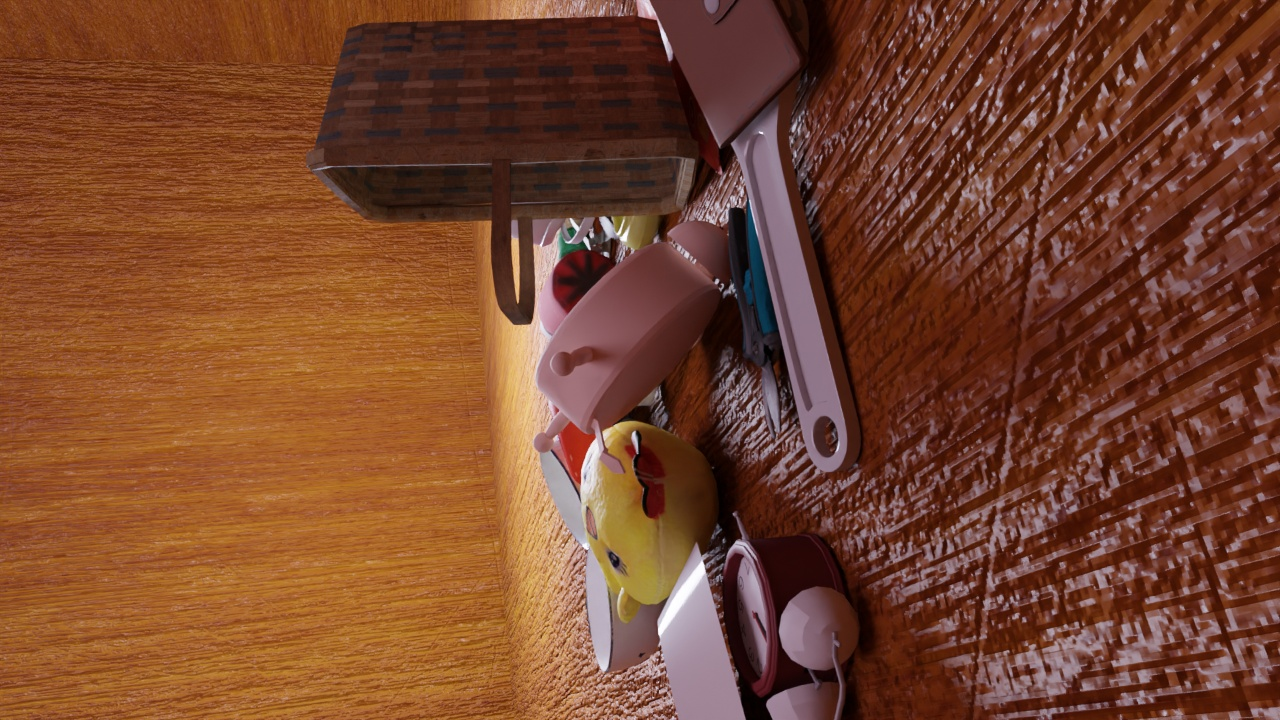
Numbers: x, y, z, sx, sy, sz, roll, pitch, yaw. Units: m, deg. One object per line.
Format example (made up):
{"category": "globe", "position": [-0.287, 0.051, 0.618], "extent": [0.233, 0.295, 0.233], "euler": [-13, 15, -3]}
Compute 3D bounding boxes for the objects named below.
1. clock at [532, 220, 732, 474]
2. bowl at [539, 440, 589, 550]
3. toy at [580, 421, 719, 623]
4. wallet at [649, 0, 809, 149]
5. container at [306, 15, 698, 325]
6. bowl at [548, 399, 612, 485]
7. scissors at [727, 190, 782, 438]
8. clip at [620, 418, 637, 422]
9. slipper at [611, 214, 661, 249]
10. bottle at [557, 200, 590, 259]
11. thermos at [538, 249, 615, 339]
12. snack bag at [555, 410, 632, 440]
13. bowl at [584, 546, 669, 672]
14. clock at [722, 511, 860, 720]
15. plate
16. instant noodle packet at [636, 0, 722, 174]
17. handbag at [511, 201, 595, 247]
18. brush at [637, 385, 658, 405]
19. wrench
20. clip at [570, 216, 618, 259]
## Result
{"category": "clock", "position": [0.002, -0.008, 0.607], "extent": [0.086, 0.160, 0.131], "euler": [37, 151, 8]}
{"category": "bowl", "position": [-0.050, 0.129, 0.942], "extent": [0.118, 0.062, 0.118], "euler": [52, 156, 34]}
{"category": "toy", "position": [-0.001, 0.120, 0.692], "extent": [0.208, 0.092, 0.133], "euler": [122, 139, -56]}
{"category": "wallet", "position": [0.038, -0.185, 0.486], "extent": [0.121, 0.013, 0.088], "euler": [66, 151, 7]}
{"category": "container", "position": [-0.088, -0.122, 0.638], "extent": [0.157, 0.250, 0.186], "euler": [100, 168, -85]}
{"category": "bowl", "position": [-0.051, 0.063, 0.818], "extent": [0.130, 0.045, 0.130], "euler": [162, 91, -83]}
{"category": "scissors", "position": [0.071, -0.036, 0.537], "extent": [0.131, 0.019, 0.150], "euler": [-113, 25, -56]}
{"category": "clip", "position": [0.006, 0.107, 0.817], "extent": [0.163, 0.027, 0.106], "euler": [-127, 37, -65]}
{"category": "slipper", "position": [-0.030, -0.185, 0.791], "extent": [0.092, 0.081, 0.190], "euler": [127, 135, -73]}
{"category": "bottle", "position": [-0.079, -0.163, 1.070], "extent": [0.043, 0.043, 0.111], "euler": [110, 154, -58]}
{"category": "thermos", "position": [-0.078, -0.061, 1.022], "extent": [0.240, 0.073, 0.073], "euler": [148, 118, -75]}
{"category": "snack bag", "position": [-0.055, 0.048, 0.984], "extent": [0.206, 0.058, 0.096], "euler": [122, 144, -67]}
{"category": "bowl", "position": [-0.010, 0.218, 0.826], "extent": [0.113, 0.063, 0.113], "euler": [177, 91, -76]}
{"category": "clock", "position": [0.079, 0.142, 0.489], "extent": [0.124, 0.044, 0.087], "euler": [-116, 26, -60]}
{"category": "plate", "position": [0.040, 0.202, 0.566], "extent": [0.174, 0.036, 0.174], "euler": [46, -151, -90]}
{"category": "instant noodle packet", "position": [0.022, -0.252, 0.601], "extent": [0.164, 0.084, 0.221], "euler": [-116, 17, -47]}
{"category": "handbag", "position": [-0.069, -0.242, 0.938], "extent": [0.216, 0.095, 0.222], "euler": [135, 152, -61]}
{"category": "brush", "position": [-0.005, 0.004, 0.774], "extent": [0.136, 0.055, 0.075], "euler": [105, 163, -53]}
{"category": "wrench", "position": [0.080, -0.078, 0.483], "extent": [0.087, 0.018, 0.273], "euler": [138, 125, -59]}
{"category": "clip", "position": [-0.044, -0.130, 0.978], "extent": [0.057, 0.054, 0.102], "euler": [-53, 24, 10]}
